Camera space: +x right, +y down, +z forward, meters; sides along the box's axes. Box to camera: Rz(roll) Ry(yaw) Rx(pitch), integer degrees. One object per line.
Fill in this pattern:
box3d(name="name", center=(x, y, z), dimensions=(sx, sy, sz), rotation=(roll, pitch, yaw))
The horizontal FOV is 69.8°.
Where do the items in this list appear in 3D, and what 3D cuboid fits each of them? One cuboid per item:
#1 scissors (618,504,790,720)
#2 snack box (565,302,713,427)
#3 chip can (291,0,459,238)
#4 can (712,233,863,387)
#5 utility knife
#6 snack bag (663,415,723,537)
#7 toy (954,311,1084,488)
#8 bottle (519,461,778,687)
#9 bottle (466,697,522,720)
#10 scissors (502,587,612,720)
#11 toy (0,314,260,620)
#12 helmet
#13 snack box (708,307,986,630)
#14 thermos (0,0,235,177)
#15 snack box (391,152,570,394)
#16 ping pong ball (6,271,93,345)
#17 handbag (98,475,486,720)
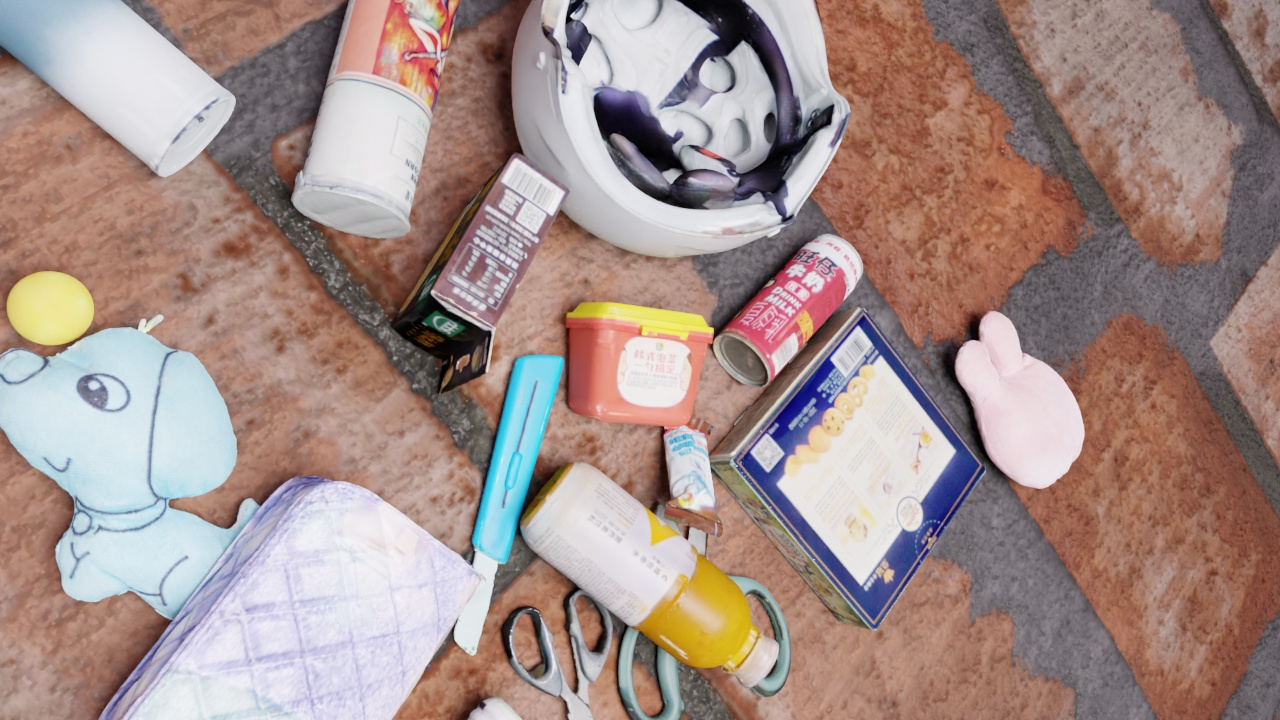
box3d(name="scissors", center=(0.031, 0.190, 0.656), dimensions=(0.175, 0.019, 0.175), rotation=(-34, 100, -26))
box3d(name="snack box", center=(-0.004, 0.004, 0.634), dimensions=(0.091, 0.082, 0.080), rotation=(7, 89, -25))
box3d(name="chip can", center=(-0.161, -0.191, 0.587), dimensions=(0.071, 0.071, 0.214), rotation=(15, 75, -24))
box3d(name="can", center=(0.117, -0.041, 0.714), dimensions=(0.132, 0.053, 0.053), rotation=(-45, 103, -25))
box3d(name="utility knife", center=(-0.090, 0.091, 0.611), dimensions=(0.034, 0.018, 0.204), rotation=(19, 75, -24))
box3d(name="snack bag", center=(0.035, 0.077, 0.651), dimensions=(0.048, 0.026, 0.104), rotation=(24, 34, -19))
box3d(name="toy", center=(0.335, 0.035, 0.813), dimensions=(0.121, 0.054, 0.159), rotation=(-41, 102, -33))
box3d(name="bottle", center=(0.009, 0.145, 0.608), dimensions=(0.189, 0.068, 0.067), rotation=(39, 67, -5))
box3d(name="bottle", center=(-0.136, 0.289, 0.531), dimensions=(0.196, 0.068, 0.068), rotation=(-41, 101, -22))
box3d(name="scissors", center=(-0.045, 0.240, 0.608), dimensions=(0.150, 0.014, 0.170), rotation=(27, 69, -19))
box3d(name="toy", center=(-0.275, 0.055, 0.505), dimensions=(0.161, 0.050, 0.156), rotation=(25, 71, -30))
box3d(name="helmet", center=(0.014, -0.181, 0.633), dimensions=(0.229, 0.146, 0.258), rotation=(27, 60, -23))
box3d(name="snack box", center=(0.168, 0.083, 0.726), dimensions=(0.177, 0.046, 0.182), rotation=(-45, 103, -25))
box3d(name="thermos", center=(-0.333, -0.200, 0.505), dimensions=(0.220, 0.070, 0.070), rotation=(43, 66, -15))
box3d(name="snack box", center=(-0.103, -0.050, 0.570), dimensions=(0.053, 0.113, 0.125), rotation=(34, 68, -18))
box3d(name="ping pong ball", center=(-0.320, -0.028, 0.498), dimensions=(0.040, 0.040, 0.040), rotation=(4, 80, -26))
box3d(name="handbag", center=(-0.191, 0.167, 0.514), dimensions=(0.134, 0.076, 0.193), rotation=(45, 66, -25))
